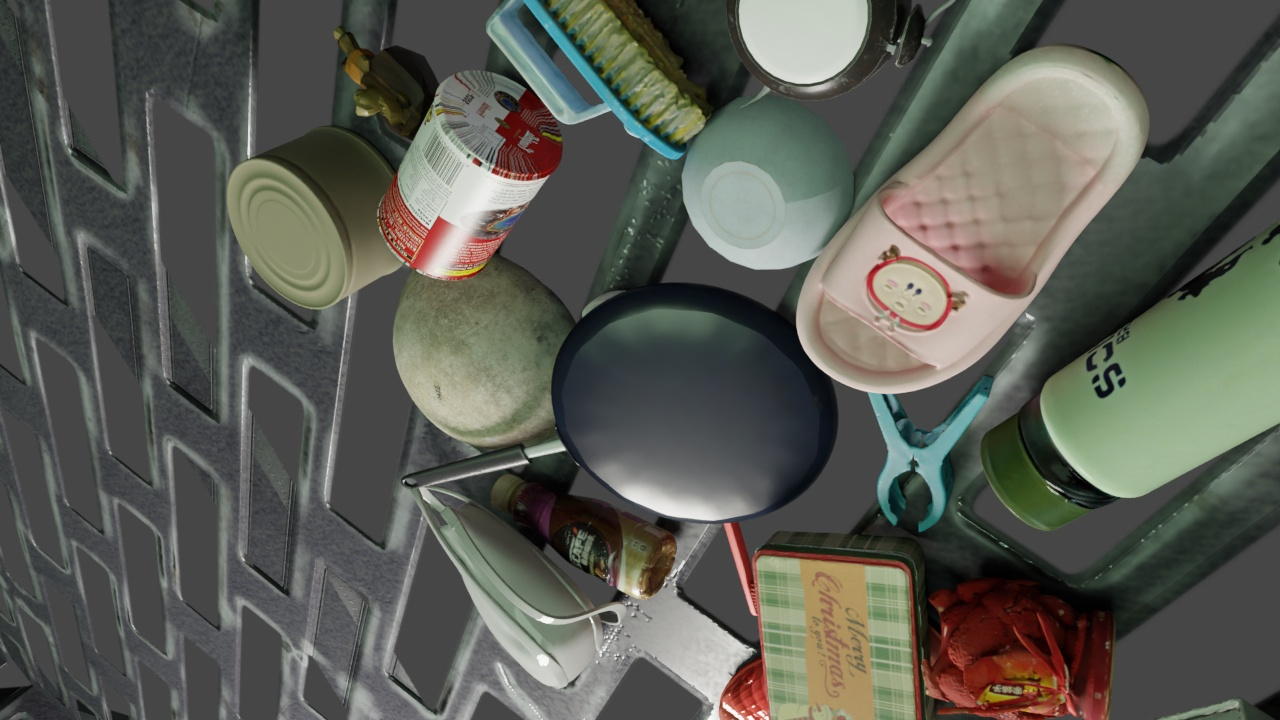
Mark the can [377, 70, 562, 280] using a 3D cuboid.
[{"bbox_3d":[-0.115,-0.121,0.614,0.086,0.086,0.117,46,134,-1],"label":"can"}]

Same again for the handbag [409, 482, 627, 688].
[{"bbox_3d":[-0.124,0.175,0.806,0.222,0.095,0.216,41,159,19],"label":"handbag"}]

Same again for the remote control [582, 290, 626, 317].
[{"bbox_3d":[-0.004,0.004,0.662,0.060,0.028,0.114,-2,118,36],"label":"remote control"}]

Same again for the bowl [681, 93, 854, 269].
[{"bbox_3d":[0.067,-0.097,0.537,0.106,0.039,0.106,18,128,24],"label":"bowl"}]

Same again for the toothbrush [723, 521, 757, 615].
[{"bbox_3d":[0.070,0.112,0.696,0.018,0.012,0.213,0,119,35],"label":"toothbrush"}]

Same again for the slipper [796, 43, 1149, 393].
[{"bbox_3d":[0.166,-0.061,0.482,0.107,0.055,0.222,39,129,5],"label":"slipper"}]

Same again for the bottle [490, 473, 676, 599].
[{"bbox_3d":[-0.053,0.140,0.767,0.166,0.059,0.060,21,129,25],"label":"bottle"}]

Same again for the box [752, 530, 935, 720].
[{"bbox_3d":[0.145,0.225,0.649,0.118,0.050,0.205,-1,100,26],"label":"box"}]

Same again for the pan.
[{"bbox_3d":[-0.036,0.057,0.661,0.357,0.021,0.199,-15,118,25],"label":"pan"}]

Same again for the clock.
[{"bbox_3d":[0.092,-0.179,0.461,0.123,0.043,0.091,-7,115,37],"label":"clock"}]

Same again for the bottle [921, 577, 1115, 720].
[{"bbox_3d":[0.234,0.186,0.577,0.111,0.098,0.099,5,122,27],"label":"bottle"}]

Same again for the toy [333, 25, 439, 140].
[{"bbox_3d":[-0.178,-0.193,0.629,0.100,0.062,0.076,42,153,11],"label":"toy"}]

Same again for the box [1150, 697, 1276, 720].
[{"bbox_3d":[0.393,0.249,0.475,0.166,0.098,0.370,31,143,-15],"label":"box"}]

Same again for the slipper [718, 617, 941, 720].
[{"bbox_3d":[0.142,0.271,0.723,0.103,0.058,0.250,43,133,2],"label":"slipper"}]

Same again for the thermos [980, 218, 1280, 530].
[{"bbox_3d":[0.272,0.008,0.447,0.082,0.082,0.232,42,134,3],"label":"thermos"}]

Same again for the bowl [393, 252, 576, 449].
[{"bbox_3d":[-0.133,0.006,0.719,0.178,0.081,0.179,19,130,23],"label":"bowl"}]

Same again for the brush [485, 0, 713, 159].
[{"bbox_3d":[-0.023,-0.169,0.535,0.076,0.055,0.136,-38,93,34],"label":"brush"}]

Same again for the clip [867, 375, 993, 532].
[{"bbox_3d":[0.184,0.058,0.574,0.102,0.026,0.120,16,127,28],"label":"clip"}]

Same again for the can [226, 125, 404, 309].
[{"bbox_3d":[-0.252,-0.112,0.723,0.128,0.073,0.128,18,128,24],"label":"can"}]
